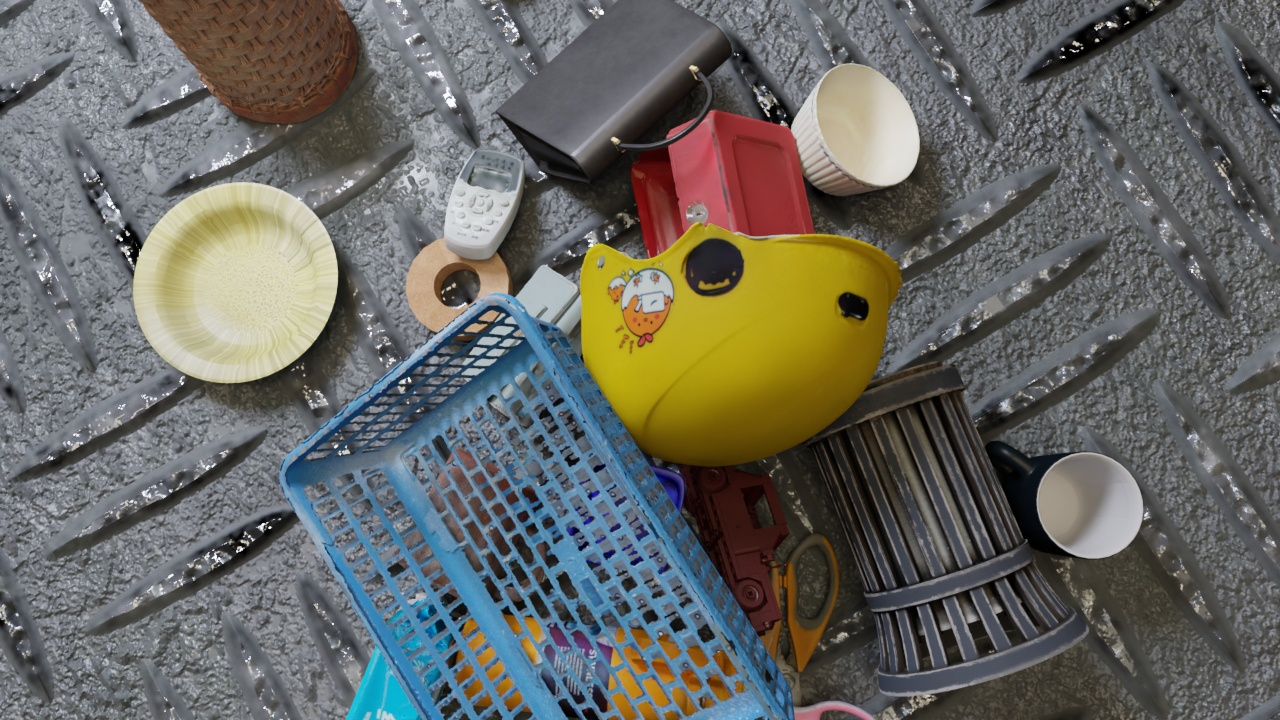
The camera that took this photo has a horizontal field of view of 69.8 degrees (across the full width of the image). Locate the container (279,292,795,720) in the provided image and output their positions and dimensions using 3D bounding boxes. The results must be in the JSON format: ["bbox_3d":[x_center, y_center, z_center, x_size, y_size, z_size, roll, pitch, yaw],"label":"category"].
[{"bbox_3d":[-0.066,0.159,0.647,0.258,0.089,0.362,-34,87,26],"label":"container"}]

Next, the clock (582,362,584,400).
[{"bbox_3d":[-0.005,0.005,0.809,0.083,0.057,0.118,39,64,0],"label":"clock"}]

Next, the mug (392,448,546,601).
[{"bbox_3d":[-0.131,0.147,0.779,0.123,0.096,0.110,27,87,8],"label":"mug"}]

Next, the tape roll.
[{"bbox_3d":[-0.166,-0.066,0.843,0.094,0.027,0.094,0,82,1],"label":"tape roll"}]

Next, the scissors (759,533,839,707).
[{"bbox_3d":[0.115,0.262,0.797,0.114,0.016,0.229,5,84,3],"label":"scissors"}]

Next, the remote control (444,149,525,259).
[{"bbox_3d":[-0.143,-0.143,0.835,0.060,0.028,0.114,15,60,1],"label":"remote control"}]

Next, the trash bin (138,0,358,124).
[{"bbox_3d":[-0.350,-0.314,0.791,0.151,0.210,0.151,0,82,1],"label":"trash bin"}]

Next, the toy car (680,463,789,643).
[{"bbox_3d":[0.083,0.146,0.768,0.061,0.070,0.169,-8,62,-16],"label":"toy car"}]

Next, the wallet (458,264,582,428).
[{"bbox_3d":[-0.094,-0.016,0.798,0.131,0.054,0.100,-51,42,-5],"label":"wallet"}]

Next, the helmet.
[{"bbox_3d":[0.069,0.006,0.674,0.240,0.209,0.139,-5,66,26],"label":"helmet"}]

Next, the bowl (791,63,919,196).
[{"bbox_3d":[0.185,-0.198,0.823,0.115,0.063,0.115,7,74,-25],"label":"bowl"}]

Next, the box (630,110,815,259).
[{"bbox_3d":[0.085,-0.124,0.788,0.136,0.127,0.157,-9,81,-27],"label":"box"}]

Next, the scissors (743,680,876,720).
[{"bbox_3d":[0.113,0.314,0.779,0.178,0.016,0.101,24,92,10],"label":"scissors"}]

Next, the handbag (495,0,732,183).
[{"bbox_3d":[-0.003,-0.224,0.782,0.175,0.072,0.196,-44,39,-5],"label":"handbag"}]

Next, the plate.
[{"bbox_3d":[-0.365,-0.069,0.843,0.184,0.036,0.184,0,81,1],"label":"plate"}]

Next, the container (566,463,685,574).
[{"bbox_3d":[-0.011,0.128,0.768,0.084,0.113,0.085,15,82,3],"label":"container"}]

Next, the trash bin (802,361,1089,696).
[{"bbox_3d":[0.230,0.129,0.744,0.164,0.164,0.227,-19,78,-2],"label":"trash bin"}]

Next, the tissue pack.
[{"bbox_3d":[-0.202,0.285,0.750,0.066,0.117,0.209,21,83,-2],"label":"tissue pack"}]

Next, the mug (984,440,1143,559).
[{"bbox_3d":[0.341,0.110,0.773,0.121,0.094,0.085,39,84,6],"label":"mug"}]

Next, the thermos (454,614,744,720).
[{"bbox_3d":[-0.032,0.258,0.755,0.233,0.091,0.076,5,78,5],"label":"thermos"}]
